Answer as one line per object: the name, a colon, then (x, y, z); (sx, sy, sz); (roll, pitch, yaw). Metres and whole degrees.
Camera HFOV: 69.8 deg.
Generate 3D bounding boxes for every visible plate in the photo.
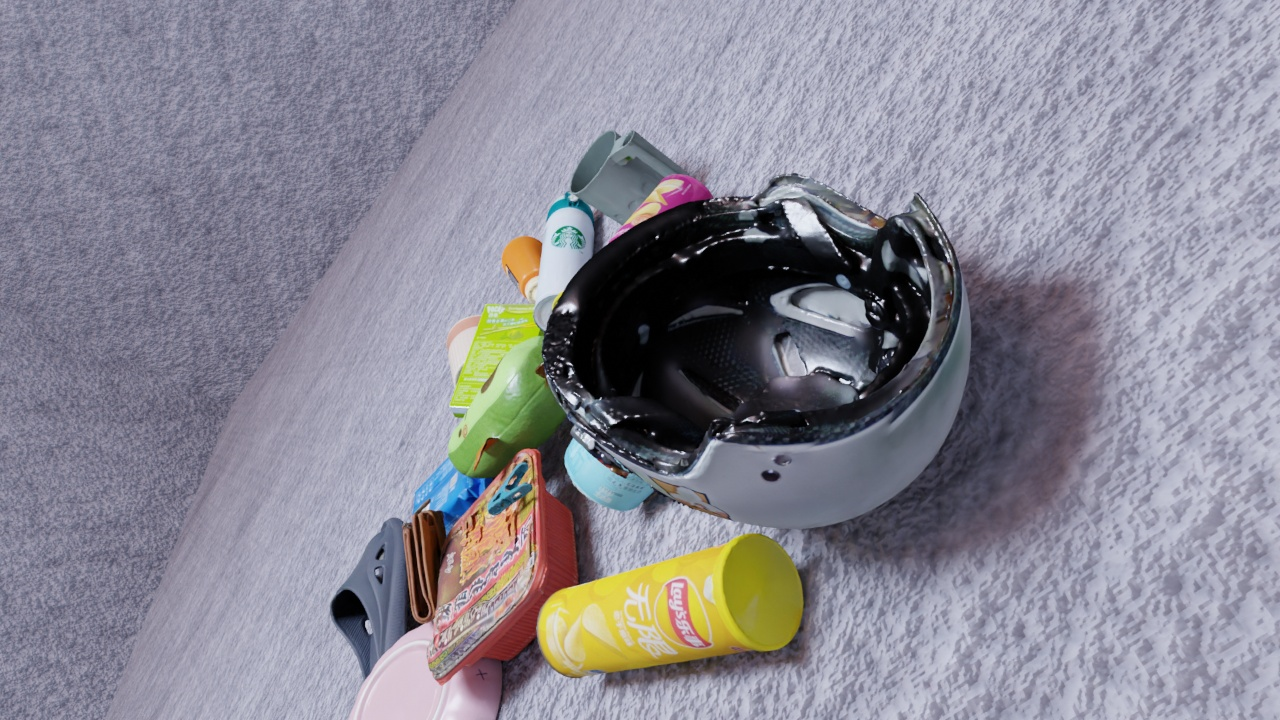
plate: (-0.213, 0.327, 0.857); (0.193, 0.039, 0.192); (-26, 40, 25)

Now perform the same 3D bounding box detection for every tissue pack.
tissue pack: (-0.217, 0.164, 1.072); (0.157, 0.052, 0.094); (-44, 32, 28)

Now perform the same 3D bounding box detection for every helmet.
helmet: (0.080, 0.009, 0.577); (0.274, 0.157, 0.229); (13, 56, 48)

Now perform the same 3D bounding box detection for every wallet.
wallet: (-0.220, 0.203, 0.949); (0.131, 0.035, 0.119); (111, 154, -82)

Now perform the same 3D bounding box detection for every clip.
clip: (-0.117, 0.118, 0.817); (0.054, 0.013, 0.033); (-44, 31, 15)

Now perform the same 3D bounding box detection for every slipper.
slipper: (-0.309, 0.281, 1.045); (0.267, 0.083, 0.111); (-111, 34, -53)

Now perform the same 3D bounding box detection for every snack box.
snack box: (-0.165, 0.000, 1.096); (0.086, 0.026, 0.156); (2, 55, 15)

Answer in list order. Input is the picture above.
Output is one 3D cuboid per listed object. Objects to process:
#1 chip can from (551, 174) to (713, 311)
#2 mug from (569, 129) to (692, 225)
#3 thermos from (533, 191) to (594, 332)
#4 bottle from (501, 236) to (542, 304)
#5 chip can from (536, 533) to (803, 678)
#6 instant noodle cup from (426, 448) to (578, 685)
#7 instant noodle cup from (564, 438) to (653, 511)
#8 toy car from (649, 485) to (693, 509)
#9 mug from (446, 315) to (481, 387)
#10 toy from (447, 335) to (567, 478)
chip can: (-0.001, -0.095, 0.869); (0.072, 0.071, 0.209); (-27, 20, 47)
mug: (-0.004, -0.200, 1.022); (0.124, 0.103, 0.083); (-14, 50, 54)
thermos: (-0.091, -0.128, 1.138); (0.073, 0.073, 0.223); (-42, 31, 31)
bottle: (-0.143, -0.112, 1.228); (0.067, 0.066, 0.149); (-51, 35, 15)
chip can: (0.013, 0.176, 0.638); (0.214, 0.072, 0.071); (-30, 38, 47)
instant noodle cup: (-0.123, 0.191, 0.846); (0.165, 0.079, 0.188); (-46, 29, 22)
instant noodle cup: (-0.003, 0.058, 0.759); (0.121, 0.111, 0.111); (-52, 26, 27)
toy car: (0.054, 0.081, 0.687); (0.107, 0.049, 0.031); (-32, 38, 45)
mug: (-0.193, -0.006, 1.192); (0.114, 0.082, 0.105); (-26, 32, 0)
toy: (-0.120, 0.043, 0.937); (0.247, 0.090, 0.226); (-46, 4, 30)
